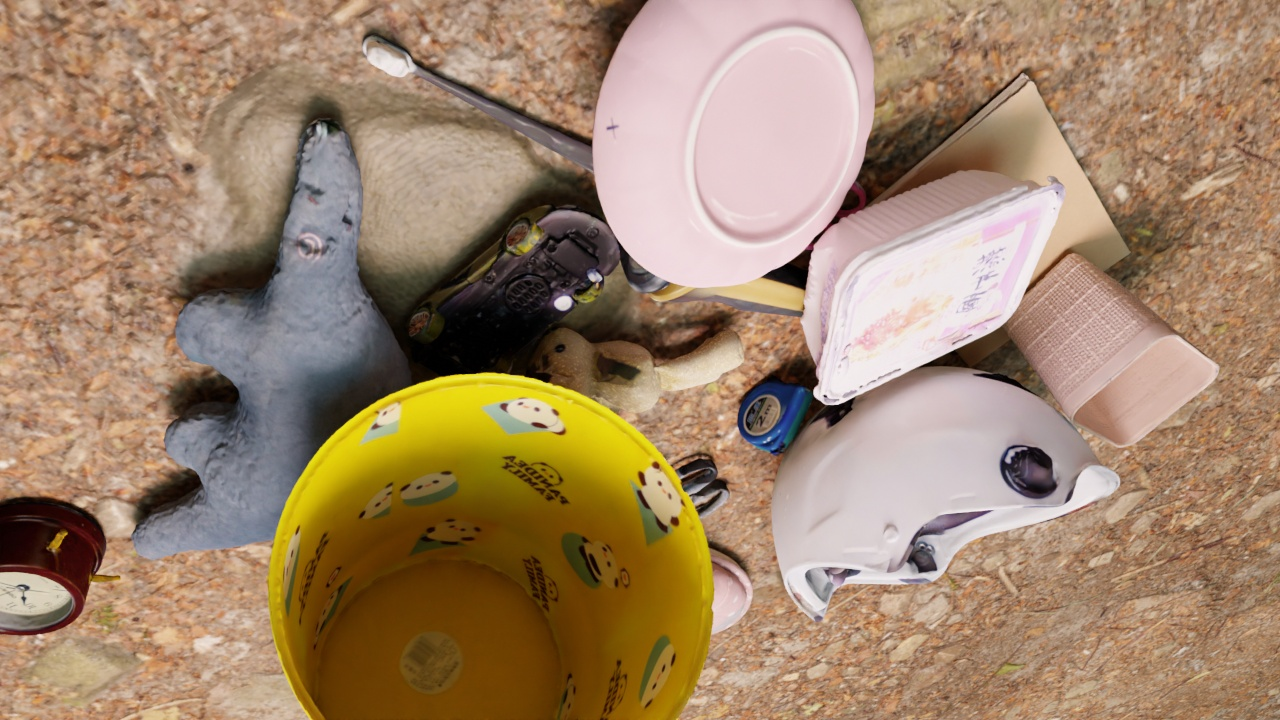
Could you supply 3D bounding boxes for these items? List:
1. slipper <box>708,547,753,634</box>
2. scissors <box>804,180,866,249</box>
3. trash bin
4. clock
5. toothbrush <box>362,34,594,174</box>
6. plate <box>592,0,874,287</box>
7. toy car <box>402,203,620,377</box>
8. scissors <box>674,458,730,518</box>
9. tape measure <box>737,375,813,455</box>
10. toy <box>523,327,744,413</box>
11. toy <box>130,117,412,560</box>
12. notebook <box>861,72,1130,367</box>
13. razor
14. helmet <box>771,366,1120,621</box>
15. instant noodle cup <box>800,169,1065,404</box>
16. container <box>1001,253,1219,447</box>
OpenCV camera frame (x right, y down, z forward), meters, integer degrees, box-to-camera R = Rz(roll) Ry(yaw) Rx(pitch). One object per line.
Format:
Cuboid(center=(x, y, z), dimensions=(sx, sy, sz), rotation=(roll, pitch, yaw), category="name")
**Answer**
Cuboid(center=(0.017, 0.206, 0.805), dimensions=(0.114, 0.054, 0.274), rotation=(-35, 138, 15), category="slipper")
Cuboid(center=(0.082, -0.108, 0.596), dimensions=(0.135, 0.017, 0.064), rotation=(15, 133, -24), category="scissors")
Cuboid(center=(-0.106, 0.168, 0.573), dimensions=(0.229, 0.229, 0.256), rotation=(1, 150, -20), category="trash bin")
Cuboid(center=(-0.420, 0.144, 0.613), dimensions=(0.122, 0.055, 0.082), rotation=(-20, 133, 1), category="clock")
Cuboid(center=(-0.070, -0.135, 0.519), dimensions=(0.181, 0.018, 0.016), rotation=(20, 118, -33), category="toothbrush")
Cuboid(center=(0.065, -0.126, 0.513), dimensions=(0.192, 0.039, 0.193), rotation=(-17, 124, -27), category="plate")
Cuboid(center=(-0.081, -0.041, 0.577), dimensions=(0.158, 0.042, 0.070), rotation=(-36, 132, 19), category="toy car")
Cuboid(center=(-0.009, 0.132, 0.766), dimensions=(0.173, 0.014, 0.143), rotation=(-2, 132, -22), category="scissors")
Cuboid(center=(0.102, 0.042, 0.704), dimensions=(0.025, 0.054, 0.058), rotation=(33, 81, -34), category="tape measure")
Cuboid(center=(-0.004, 0.004, 0.637), dimensions=(0.157, 0.066, 0.105), rotation=(-6, 173, -19), category="toy")
Cuboid(center=(-0.217, 0.026, 0.566), dimensions=(0.138, 0.091, 0.357), rotation=(29, 118, -6), category="toy")
Cuboid(center=(0.260, -0.089, 0.675), dimensions=(0.150, 0.012, 0.211), rotation=(-40, 131, 18), category="notebook")
Cuboid(center=(0.062, -0.059, 0.605), dimensions=(0.167, 0.062, 0.068), rotation=(11, 138, -34), category="razor")
Cuboid(center=(0.214, 0.086, 0.709), dimensions=(0.258, 0.145, 0.229), rotation=(-18, 157, -9), category="helmet")
Cuboid(center=(0.179, -0.057, 0.603), dimensions=(0.173, 0.060, 0.138), rotation=(-24, 143, -18), category="instant noodle cup")
Cuboid(center=(0.344, -0.011, 0.688), dimensions=(0.089, 0.110, 0.090), rotation=(22, 121, -33), category="container")
